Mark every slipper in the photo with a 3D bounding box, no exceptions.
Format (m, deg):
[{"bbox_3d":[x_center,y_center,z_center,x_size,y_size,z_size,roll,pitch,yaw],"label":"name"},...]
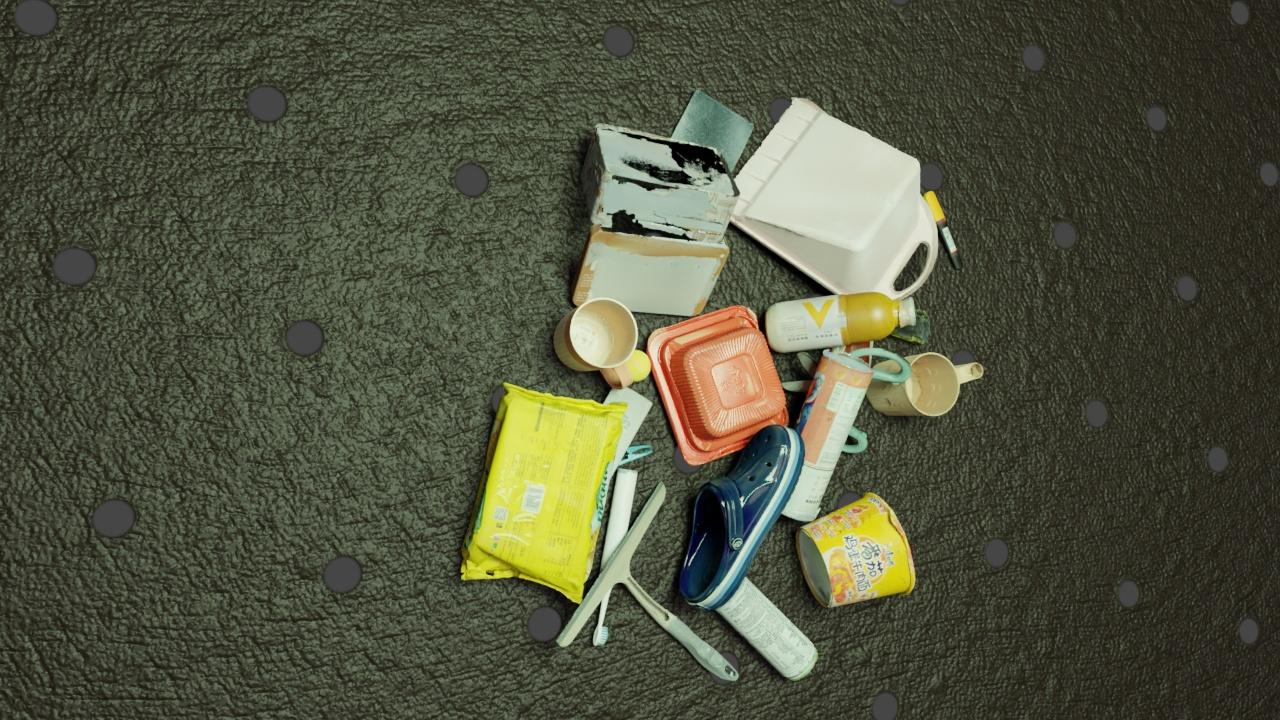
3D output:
[{"bbox_3d":[0.110,0.186,1.147,0.095,0.105,0.252,31,83,-28],"label":"slipper"}]

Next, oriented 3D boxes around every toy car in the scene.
[{"bbox_3d":[0.366,-0.055,1.299,0.105,0.032,0.048,17,81,-27],"label":"toy car"}]

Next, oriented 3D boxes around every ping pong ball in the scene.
[{"bbox_3d":[-0.007,0.007,1.171,0.040,0.040,0.040,1,85,-18],"label":"ping pong ball"}]

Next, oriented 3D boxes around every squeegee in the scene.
[{"bbox_3d":[0.036,0.327,1.163,0.246,0.039,0.245,46,56,-16],"label":"squeegee"}]

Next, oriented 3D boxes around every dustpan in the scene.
[{"bbox_3d":[0.269,-0.199,1.258,0.273,0.139,0.222,31,73,27],"label":"dustpan"}]

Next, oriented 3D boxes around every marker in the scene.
[{"bbox_3d":[0.443,-0.189,1.342,0.018,0.015,0.124,-28,97,-16],"label":"marker"}]

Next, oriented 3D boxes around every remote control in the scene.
[{"bbox_3d":[-0.040,0.098,1.153,0.056,0.019,0.135,29,84,2],"label":"remote control"}]

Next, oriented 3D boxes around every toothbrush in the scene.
[{"bbox_3d":[-0.035,0.246,1.152,0.026,0.027,0.221,14,81,-31],"label":"toothbrush"}]

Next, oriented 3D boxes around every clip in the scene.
[{"bbox_3d":[-0.011,0.119,1.175,0.056,0.015,0.049,-13,88,-17],"label":"clip"}]

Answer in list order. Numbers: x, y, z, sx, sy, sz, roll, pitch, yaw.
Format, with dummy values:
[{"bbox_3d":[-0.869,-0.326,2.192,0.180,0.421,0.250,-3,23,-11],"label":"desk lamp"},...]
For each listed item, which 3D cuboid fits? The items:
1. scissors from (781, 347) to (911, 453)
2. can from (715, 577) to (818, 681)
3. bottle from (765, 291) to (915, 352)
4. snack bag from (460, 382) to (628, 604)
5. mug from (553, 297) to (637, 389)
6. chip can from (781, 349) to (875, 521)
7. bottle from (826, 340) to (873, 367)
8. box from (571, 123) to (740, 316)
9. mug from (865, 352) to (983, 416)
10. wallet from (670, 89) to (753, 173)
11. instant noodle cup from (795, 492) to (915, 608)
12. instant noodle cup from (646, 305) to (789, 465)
[{"bbox_3d":[0.284,0.042,1.215,0.170,0.179,0.019,54,32,-14],"label":"scissors"},{"bbox_3d":[0.162,0.347,1.190,0.146,0.058,0.058,45,75,-10],"label":"can"},{"bbox_3d":[0.260,-0.052,1.201,0.190,0.068,0.068,-7,87,18],"label":"bottle"},{"bbox_3d":[-0.117,0.153,1.097,0.158,0.068,0.246,13,84,-4],"label":"snack bag"},{"bbox_3d":[-0.050,-0.016,1.125,0.081,0.106,0.114,-34,96,-17],"label":"mug"},{"bbox_3d":[0.230,0.096,1.179,0.071,0.071,0.215,14,107,-16],"label":"chip can"},{"bbox_3d":[0.294,-0.070,1.263,0.059,0.060,0.206,12,79,-16],"label":"bottle"},{"bbox_3d":[0.010,-0.166,1.169,0.183,0.194,0.156,8,40,-17],"label":"box"},{"bbox_3d":[0.387,0.030,1.260,0.124,0.104,0.084,-16,91,-18],"label":"mug"},{"bbox_3d":[0.090,-0.294,1.237,0.097,0.019,0.120,30,76,-13],"label":"wallet"},{"bbox_3d":[0.274,0.254,1.199,0.109,0.138,0.138,-15,91,-10],"label":"instant noodle cup"},{"bbox_3d":[0.110,0.027,1.187,0.164,0.079,0.189,-21,91,-18],"label":"instant noodle cup"}]
